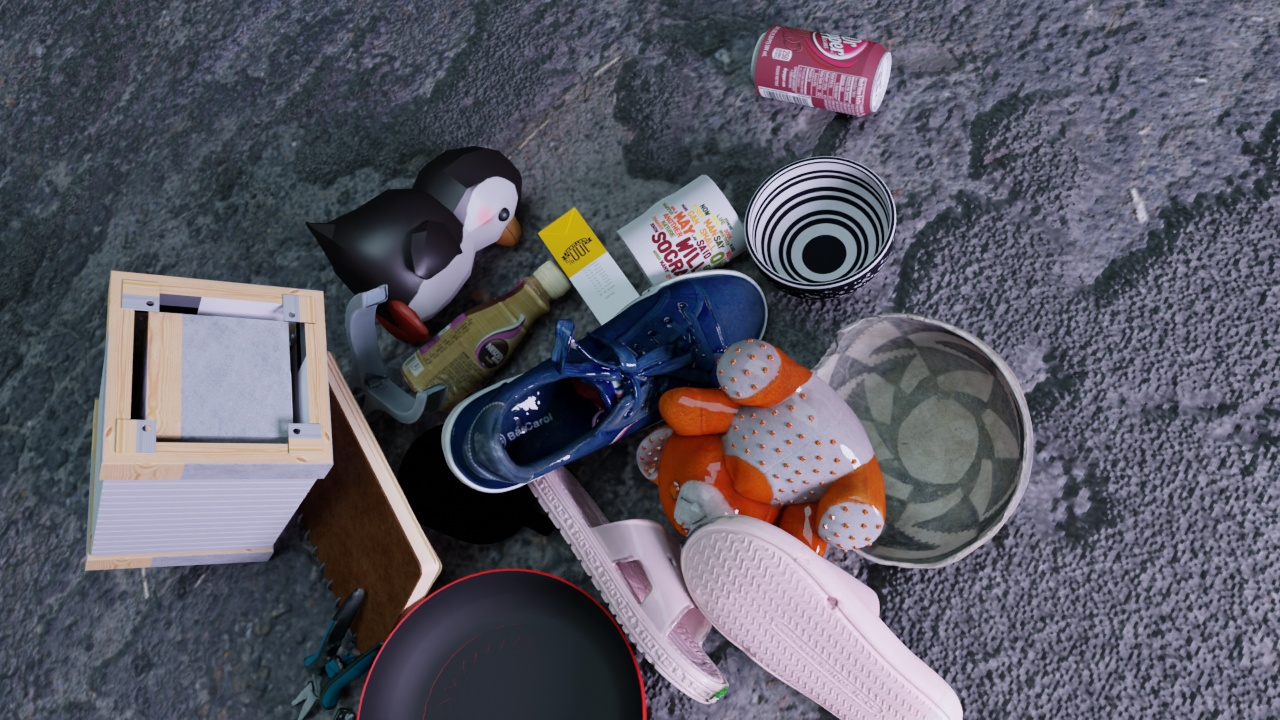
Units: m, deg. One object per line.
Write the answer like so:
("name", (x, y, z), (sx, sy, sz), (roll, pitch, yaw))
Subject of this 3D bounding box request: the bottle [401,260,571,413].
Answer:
("bottle", (-0.134, -0.025, 0.821), (0.166, 0.059, 0.059), (-41, 64, -2))

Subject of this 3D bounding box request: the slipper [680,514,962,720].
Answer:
("slipper", (0.126, 0.182, 0.624), (0.221, 0.107, 0.055), (41, 42, -1))

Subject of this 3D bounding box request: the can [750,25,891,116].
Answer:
("can", (0.161, -0.260, 0.824), (0.114, 0.063, 0.063), (19, 76, 22))

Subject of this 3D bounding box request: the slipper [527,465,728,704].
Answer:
("slipper", (-0.002, 0.149, 0.698), (0.064, 0.094, 0.239), (-43, 58, 1))

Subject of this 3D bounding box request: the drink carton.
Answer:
("drink carton", (-0.036, -0.069, 0.810), (0.040, 0.058, 0.122), (-35, 64, 0))

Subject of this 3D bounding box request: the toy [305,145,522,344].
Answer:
("toy", (-0.191, -0.128, 0.835), (0.140, 0.159, 0.183), (47, 72, -16))

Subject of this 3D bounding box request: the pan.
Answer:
("pan", (-0.032, 0.278, 0.636), (0.356, 0.067, 0.208), (18, 68, 18))

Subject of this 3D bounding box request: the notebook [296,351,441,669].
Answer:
("notebook", (-0.243, 0.123, 0.761), (0.225, 0.024, 0.168), (54, 133, 26))

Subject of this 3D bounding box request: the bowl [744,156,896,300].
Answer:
("bowl", (0.151, -0.100, 0.763), (0.120, 0.066, 0.120), (-6, 68, 14))

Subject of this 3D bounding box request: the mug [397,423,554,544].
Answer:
("mug", (-0.123, 0.111, 0.745), (0.122, 0.094, 0.085), (22, 77, 22))

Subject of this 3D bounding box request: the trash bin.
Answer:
("trash bin", (-0.351, 0.060, 0.732), (0.248, 0.142, 0.142), (-42, 52, 48))

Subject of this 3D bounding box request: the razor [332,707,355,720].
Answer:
("razor", (-0.195, 0.324, 0.724), (0.144, 0.022, 0.042), (18, 77, 22))

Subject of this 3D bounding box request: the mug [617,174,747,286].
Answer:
("mug", (0.033, -0.113, 0.806), (0.089, 0.073, 0.105), (-33, 38, 2))

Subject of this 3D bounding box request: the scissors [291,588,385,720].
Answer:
("scissors", (-0.244, 0.243, 0.736), (0.149, 0.019, 0.123), (-7, 83, 38))

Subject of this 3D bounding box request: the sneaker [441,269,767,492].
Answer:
("sneaker", (-0.004, 0.004, 0.687), (0.293, 0.127, 0.121), (-29, 99, -26))

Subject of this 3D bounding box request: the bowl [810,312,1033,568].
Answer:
("bowl", (0.204, 0.057, 0.666), (0.179, 0.081, 0.178), (-3, 86, 44))

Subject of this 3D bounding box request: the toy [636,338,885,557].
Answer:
("toy", (0.076, 0.081, 0.661), (0.164, 0.092, 0.173), (51, 129, -1))

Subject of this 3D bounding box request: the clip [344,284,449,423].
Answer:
("clip", (-0.232, -0.015, 0.785), (0.174, 0.030, 0.159), (-12, 101, 51))
